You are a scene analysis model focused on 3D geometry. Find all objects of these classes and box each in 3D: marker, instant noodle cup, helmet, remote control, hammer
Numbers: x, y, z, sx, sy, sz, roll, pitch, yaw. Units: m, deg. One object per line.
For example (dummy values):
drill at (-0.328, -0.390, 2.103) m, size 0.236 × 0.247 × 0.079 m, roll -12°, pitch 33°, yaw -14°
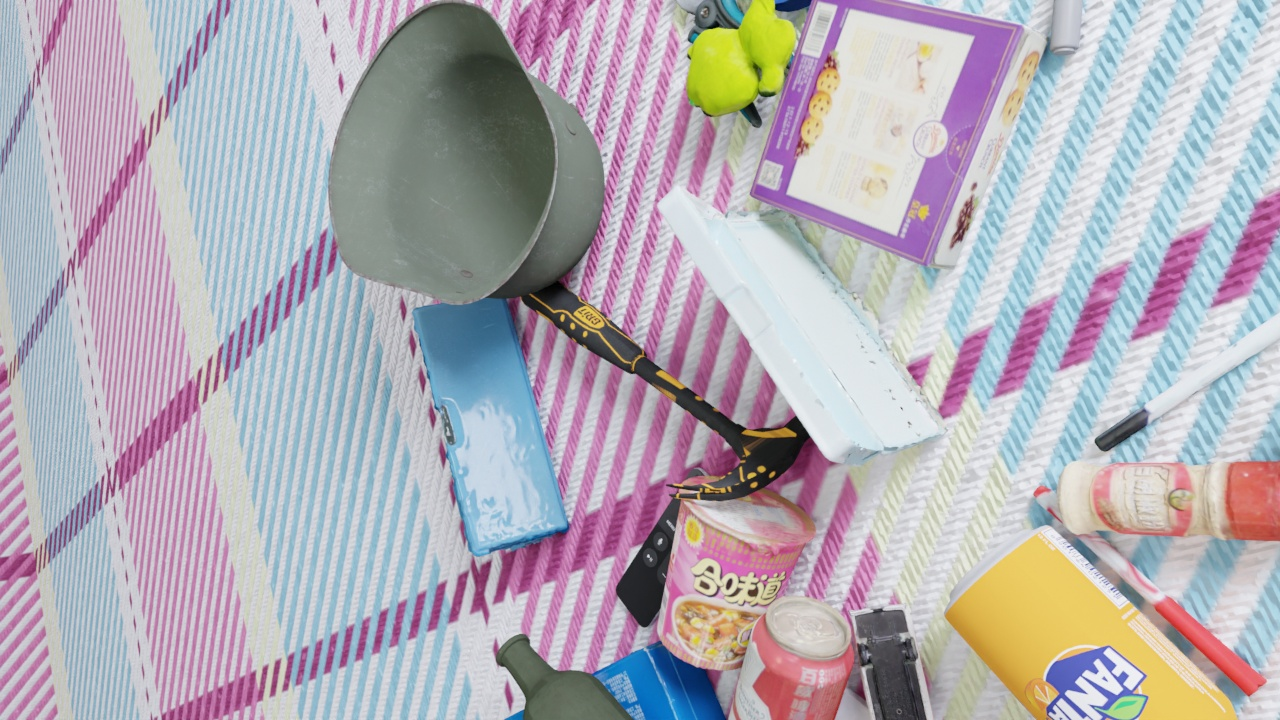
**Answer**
marker at (0.242, -0.243, 0.510) m, size 0.016 × 0.016 × 0.140 m, roll 7°, pitch 97°, yaw 43°
instant noodle cup at (0.059, 0.150, 0.641) m, size 0.098 × 0.097 × 0.109 m, roll 29°, pitch 111°, yaw 39°
helmet at (-0.120, -0.146, 0.754) m, size 0.227 × 0.153 × 0.267 m, roll -53°, pitch 50°, yaw 17°
marker at (0.272, 0.121, 0.499) m, size 0.142 × 0.012 × 0.013 m, roll 48°, pitch 122°, yaw 30°
remote control at (0.024, 0.151, 0.734) m, size 0.045 × 0.008 × 0.147 m, roll 47°, pitch 121°, yaw 31°
remote control at (0.121, 0.228, 0.645) m, size 0.131 × 0.012 × 0.033 m, roll 32°, pitch 115°, yaw 37°
marker at (0.299, 0.002, 0.470) m, size 0.152 × 0.011 × 0.011 m, roll -48°, pitch 61°, yaw 34°
hammer at (-0.004, 0.004, 0.708) m, size 0.321 × 0.123 × 0.036 m, roll 35°, pitch 152°, yaw 43°

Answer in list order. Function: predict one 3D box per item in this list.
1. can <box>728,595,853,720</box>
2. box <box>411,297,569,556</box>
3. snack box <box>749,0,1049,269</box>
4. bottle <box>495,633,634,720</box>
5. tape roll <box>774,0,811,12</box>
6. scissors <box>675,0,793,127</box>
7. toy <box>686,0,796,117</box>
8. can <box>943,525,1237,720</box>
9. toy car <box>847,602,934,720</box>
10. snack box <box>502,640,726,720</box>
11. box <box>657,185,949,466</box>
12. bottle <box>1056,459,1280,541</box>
can at (0.093, 0.241, 0.614) m, size 0.067 × 0.067 × 0.170 m, roll 32°, pitch 123°, yaw 38°
box at (-0.144, 0.064, 0.858) m, size 0.102 × 0.094 × 0.231 m, roll 130°, pitch 124°, yaw -67°
snack box at (0.154, -0.149, 0.578) m, size 0.148 × 0.040 × 0.143 m, roll 32°, pitch 113°, yaw 38°
bottle at (-0.037, 0.284, 0.680) m, size 0.207 × 0.071 × 0.072 m, roll 38°, pitch 116°, yaw 35°
tape roll at (0.108, -0.287, 0.623) m, size 0.093 × 0.016 × 0.091 m, roll -4°, pitch 82°, yaw 47°
scissors at (0.066, -0.233, 0.673) m, size 0.128 × 0.019 × 0.153 m, roll 5°, pitch 96°, yaw 42°
toy at (0.067, -0.206, 0.630) m, size 0.094 × 0.036 × 0.094 m, roll -52°, pitch 48°, yaw 35°
can at (0.238, 0.163, 0.488) m, size 0.142 × 0.079 × 0.079 m, roll 50°, pitch 123°, yaw 29°
toy car at (0.164, 0.213, 0.587) m, size 0.039 × 0.039 × 0.113 m, roll -13°, pitch 83°, yaw 16°
snack box at (-0.013, 0.355, 0.747) m, size 0.240 × 0.056 × 0.195 m, roll -39°, pitch 66°, yaw 36°
box at (0.098, -0.024, 0.571) m, size 0.049 × 0.136 × 0.197 m, roll -48°, pitch 61°, yaw 35°
bottle at (0.276, 0.072, 0.473) m, size 0.109 × 0.044 × 0.044 m, roll -6°, pitch 87°, yaw 43°
